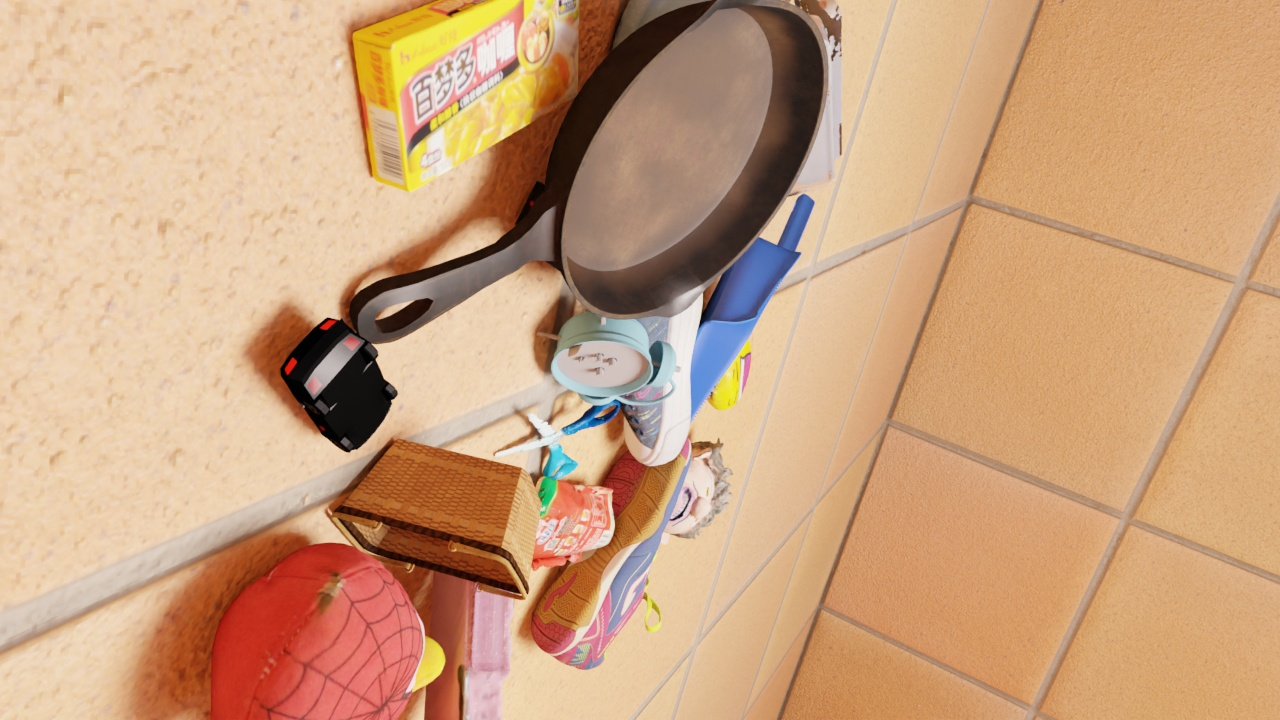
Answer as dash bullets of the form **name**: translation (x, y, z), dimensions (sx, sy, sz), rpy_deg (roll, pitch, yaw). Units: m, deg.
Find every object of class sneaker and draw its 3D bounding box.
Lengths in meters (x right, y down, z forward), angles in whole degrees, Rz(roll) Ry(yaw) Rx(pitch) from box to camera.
- **sneaker**: translation (-0.013, 0.179, 0.882), dimensions (0.091, 0.116, 0.241), rpy_deg (41, 75, -37)
- **sneaker**: translation (-0.005, 0.005, 0.776), dimensions (0.079, 0.087, 0.236), rpy_deg (-15, 138, -19)

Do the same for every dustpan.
- **dustpan**: translation (0.102, -0.070, 0.890), dimensions (0.246, 0.059, 0.257), rpy_deg (113, 2, -63)

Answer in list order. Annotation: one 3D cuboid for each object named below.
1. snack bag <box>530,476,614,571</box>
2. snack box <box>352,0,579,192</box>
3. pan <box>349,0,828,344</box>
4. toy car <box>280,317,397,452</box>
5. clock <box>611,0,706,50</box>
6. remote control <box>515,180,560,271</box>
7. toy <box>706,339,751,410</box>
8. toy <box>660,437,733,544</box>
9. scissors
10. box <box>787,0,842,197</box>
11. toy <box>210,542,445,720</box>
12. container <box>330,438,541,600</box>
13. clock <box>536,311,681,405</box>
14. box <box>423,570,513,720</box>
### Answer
- **snack bag**: translation (-0.074, 0.140, 0.775), dimensions (0.087, 0.044, 0.155), rpy_deg (-64, 154, 4)
- **snack box**: translation (-0.084, -0.152, 0.480), dimensions (0.151, 0.025, 0.075), rpy_deg (-45, 149, -43)
- **pan**: translation (-0.022, -0.103, 0.568), dimensions (0.355, 0.043, 0.249), rpy_deg (-30, 148, -29)
- **toy car**: translation (-0.154, 0.013, 0.466), dimensions (0.042, 0.036, 0.092), rpy_deg (-55, 165, -24)
- **clock**: translation (0.037, -0.224, 0.644), dimensions (0.162, 0.060, 0.118), rpy_deg (-64, 158, -1)
- **remote control**: translation (-0.053, -0.083, 0.640), dimensions (0.039, 0.010, 0.124), rpy_deg (-64, 159, -8)
- **toy**: translation (0.101, 0.011, 1.043), dimensions (0.094, 0.041, 0.096), rpy_deg (-48, 149, -47)
- **toy**: translation (0.049, 0.146, 1.016), dimensions (0.175, 0.076, 0.133), rpy_deg (14, 98, -60)
- **scissors**: translation (-0.060, 0.053, 0.722), dimensions (0.110, 0.015, 0.132), rpy_deg (-43, 153, -4)
- **box**: translation (0.142, -0.244, 0.868), dimensions (0.107, 0.094, 0.216), rpy_deg (-39, 154, -6)
- **toy**: translation (-0.176, 0.194, 0.505), dimensions (0.147, 0.099, 0.217), rpy_deg (-61, 164, -55)
- **container**: translation (-0.114, 0.092, 0.547), dimensions (0.063, 0.114, 0.061), rpy_deg (79, 26, -54)
- **clock**: translation (-0.018, 0.006, 0.690), dimensions (0.123, 0.088, 0.041), rpy_deg (42, 38, -45)
- **box**: translation (-0.120, 0.237, 0.618), dimensions (0.180, 0.059, 0.232), rpy_deg (118, -27, -66)
